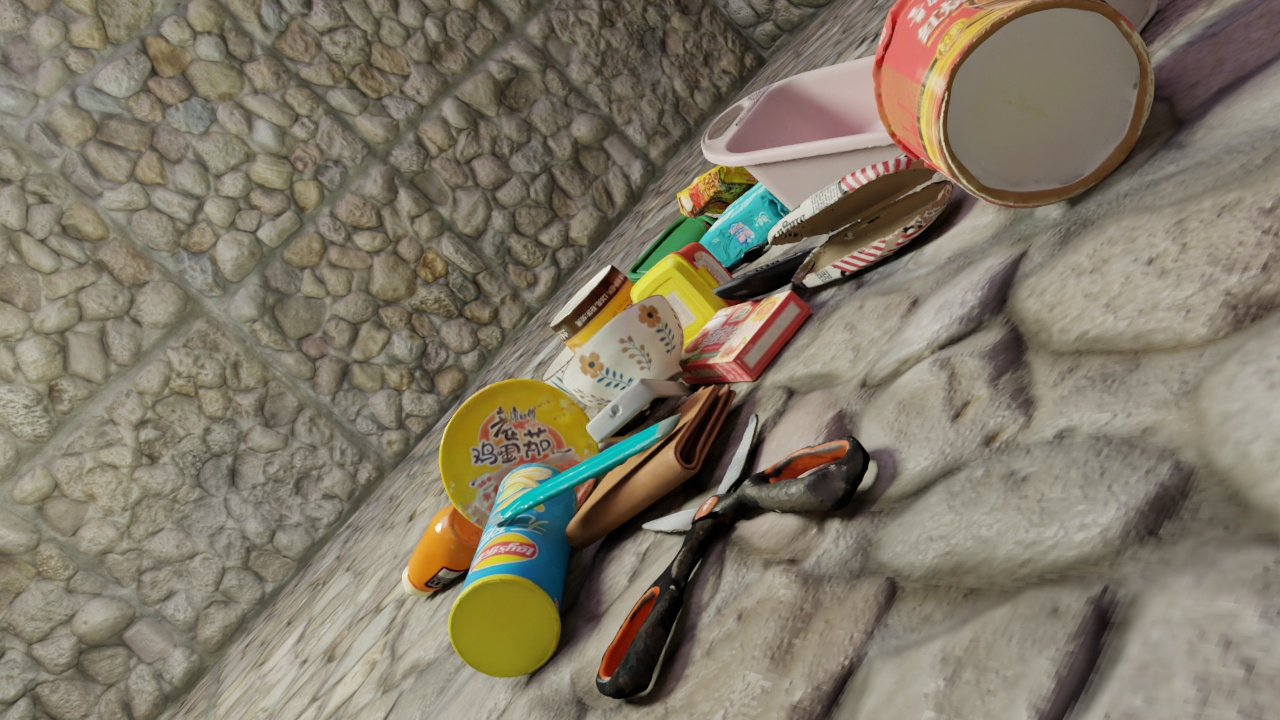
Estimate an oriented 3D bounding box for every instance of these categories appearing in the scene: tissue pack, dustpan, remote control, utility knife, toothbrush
[{"bbox_3d":[0.135,-0.165,1.039,0.134,0.050,0.093,-34,14,47],"label":"tissue pack"},{"bbox_3d":[0.196,-0.261,0.923,0.274,0.139,0.221,-36,14,45],"label":"dustpan"},{"bbox_3d":[0.111,-0.071,0.779,0.053,0.024,0.136,-19,4,42],"label":"remote control"},{"bbox_3d":[0.004,0.040,0.721,0.058,0.021,0.150,-42,-11,10],"label":"remote control"},{"bbox_3d":[-0.042,0.080,0.640,0.166,0.013,0.029,-29,15,18],"label":"utility knife"},{"bbox_3d":[0.086,-0.094,1.065,0.016,0.014,0.190,-52,11,-34],"label":"toothbrush"}]

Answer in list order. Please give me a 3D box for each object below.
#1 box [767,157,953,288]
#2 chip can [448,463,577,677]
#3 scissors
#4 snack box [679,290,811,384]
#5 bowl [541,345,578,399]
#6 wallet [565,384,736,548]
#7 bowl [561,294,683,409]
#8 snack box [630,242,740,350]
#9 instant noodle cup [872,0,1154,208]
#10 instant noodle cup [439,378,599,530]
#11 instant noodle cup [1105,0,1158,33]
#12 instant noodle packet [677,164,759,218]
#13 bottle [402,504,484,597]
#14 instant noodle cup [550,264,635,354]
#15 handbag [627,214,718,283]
[{"bbox_3d":[0.156,-0.114,0.684,0.075,0.082,0.164,-43,6,-25],"label":"box"},{"bbox_3d":[-0.086,0.144,0.680,0.071,0.071,0.210,-44,10,10],"label":"chip can"},{"bbox_3d":[0.042,0.090,0.514,0.222,0.021,0.232,-37,12,46],"label":"scissors"},{"bbox_3d":[0.079,-0.016,0.764,0.075,0.025,0.153,-49,11,-13],"label":"snack box"},{"bbox_3d":[-0.056,0.003,1.103,0.116,0.066,0.116,-45,11,11],"label":"bowl"},{"bbox_3d":[0.008,0.076,0.668,0.132,0.031,0.107,-40,7,37],"label":"wallet"},{"bbox_3d":[-0.005,0.005,0.774,0.113,0.062,0.113,-37,-14,-11],"label":"bowl"},{"bbox_3d":[0.051,-0.064,0.889,0.082,0.091,0.079,-39,6,35],"label":"snack box"},{"bbox_3d":[0.210,-0.153,0.516,0.138,0.138,0.108,-41,20,23],"label":"instant noodle cup"},{"bbox_3d":[-0.110,0.087,0.846,0.138,0.138,0.110,-47,3,-6],"label":"instant noodle cup"},{"bbox_3d":[0.274,-0.239,0.644,0.116,0.116,0.124,-49,22,-18],"label":"instant noodle cup"},{"bbox_3d":[0.122,-0.208,1.129,0.128,0.044,0.111,-7,-7,-29],"label":"instant noodle packet"},{"bbox_3d":[-0.212,0.209,0.967,0.150,0.067,0.066,-47,8,37],"label":"bottle"},{"bbox_3d":[-0.023,-0.030,0.968,0.118,0.114,0.118,-43,10,10],"label":"instant noodle cup"},{"bbox_3d":[0.054,-0.129,1.197,0.131,0.068,0.120,-46,18,-10],"label":"handbag"}]
